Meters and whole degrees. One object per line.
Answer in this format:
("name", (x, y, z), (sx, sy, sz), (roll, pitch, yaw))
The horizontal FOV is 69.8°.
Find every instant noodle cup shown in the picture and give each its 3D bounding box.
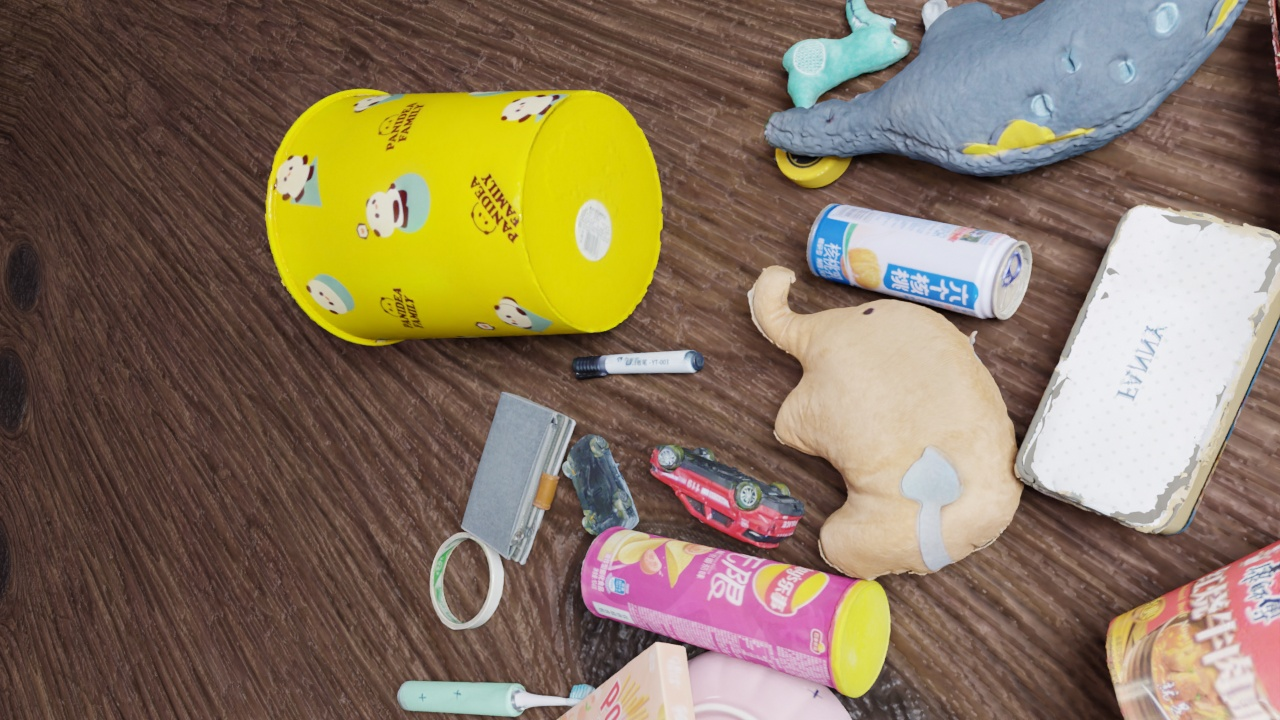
("instant noodle cup", (0.291, 0.152, 0.411), (0.109, 0.137, 0.137), (-37, 58, 36))

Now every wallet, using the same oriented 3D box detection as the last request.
("wallet", (-0.105, 0.101, 0.798), (0.107, 0.037, 0.129), (17, 89, 51))

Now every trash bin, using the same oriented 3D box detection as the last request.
("trash bin", (-0.136, -0.120, 0.768), (0.256, 0.229, 0.229), (5, 82, 33))

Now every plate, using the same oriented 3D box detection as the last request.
("plate", (0.063, 0.291, 0.613), (0.193, 0.039, 0.192), (-11, 72, 37))

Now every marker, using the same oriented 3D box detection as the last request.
("marker", (-0.004, 0.004, 0.753), (0.131, 0.018, 0.022), (-2, 87, 39))

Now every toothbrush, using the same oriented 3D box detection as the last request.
("toothbrush", (-0.126, 0.285, 0.775), (0.225, 0.026, 0.027), (-13, 49, 36))

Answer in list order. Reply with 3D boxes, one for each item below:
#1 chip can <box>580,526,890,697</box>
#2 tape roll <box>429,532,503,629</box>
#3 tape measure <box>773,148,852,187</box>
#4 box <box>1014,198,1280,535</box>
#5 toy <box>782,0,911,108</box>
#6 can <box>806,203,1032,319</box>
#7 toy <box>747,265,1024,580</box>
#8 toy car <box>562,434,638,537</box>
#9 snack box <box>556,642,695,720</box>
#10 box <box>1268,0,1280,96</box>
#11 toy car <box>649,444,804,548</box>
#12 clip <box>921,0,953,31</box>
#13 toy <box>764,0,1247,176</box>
("chip can", (0.058, 0.164, 0.628), (0.211, 0.071, 0.071), (4, 82, 40))
("tape roll", (-0.158, 0.199, 0.831), (0.086, 0.014, 0.085), (-11, 73, 37))
("tape measure", (0.130, -0.156, 0.676), (0.060, 0.029, 0.057), (11, 85, 40))
("box", (0.281, 0.000, 0.499), (0.090, 0.059, 0.184), (28, 95, 39))
("toy", (0.149, -0.227, 0.674), (0.092, 0.030, 0.096), (-15, 61, 14))
("can", (0.179, -0.066, 0.598), (0.135, 0.053, 0.053), (21, 92, 40))
("toy", (0.150, 0.023, 0.583), (0.143, 0.082, 0.225), (-27, 60, 14))
("toy car", (-0.030, 0.101, 0.739), (0.043, 0.034, 0.090), (-44, 53, 25))
("snack box", (-0.016, 0.272, 0.652), (0.158, 0.026, 0.084), (-49, 34, 36))
("box", (0.367, -0.120, 0.445), (0.091, 0.076, 0.168), (-8, 75, 38))
("toy car", (0.057, 0.095, 0.657), (0.121, 0.052, 0.045), (26, 98, 39))
("clip", (0.209, -0.221, 0.635), (0.025, 0.029, 0.057), (-7, 82, 39))
("toy", (0.238, -0.183, 0.554), (0.357, 0.091, 0.137), (-22, 66, 32))
